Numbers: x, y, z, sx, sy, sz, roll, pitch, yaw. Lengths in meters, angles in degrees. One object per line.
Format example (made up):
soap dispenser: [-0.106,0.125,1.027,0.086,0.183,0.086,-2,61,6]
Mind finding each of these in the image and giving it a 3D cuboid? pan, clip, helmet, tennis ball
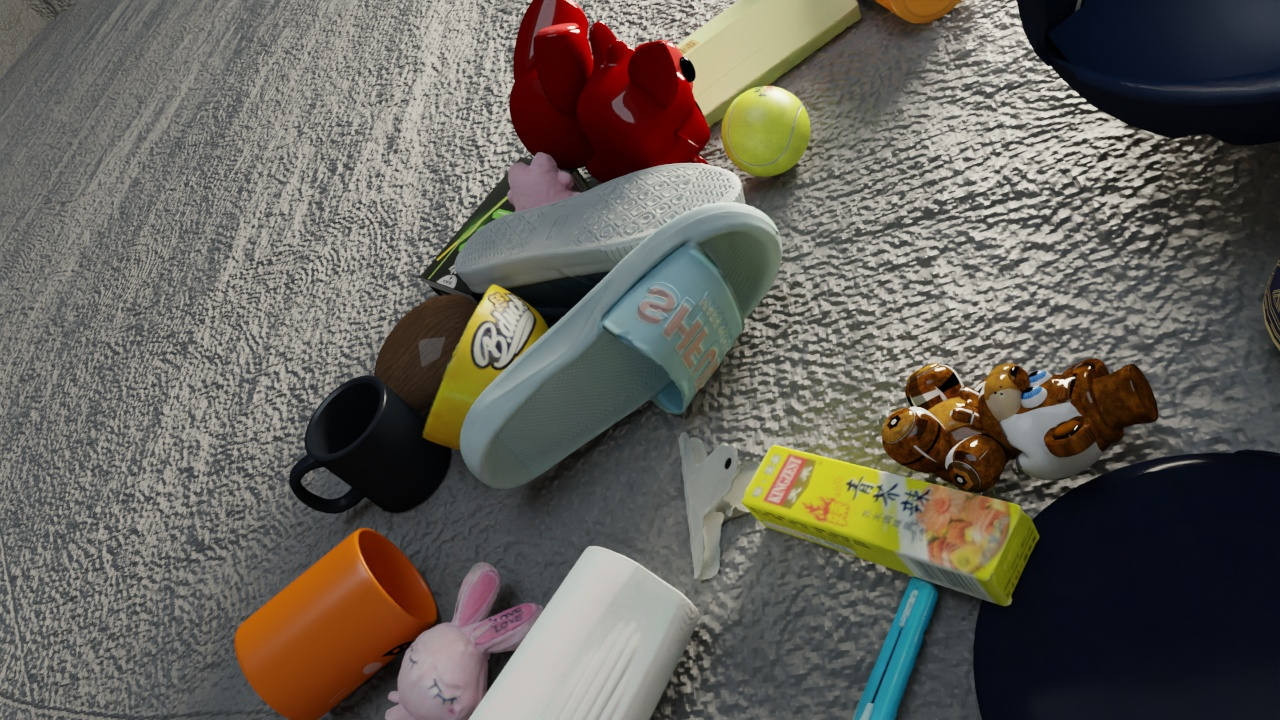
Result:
pan: [0.275,0.060,0.396,0.199,0.021,0.355,13,62,40]
clip: [0.050,0.075,0.539,0.054,0.040,0.101,-37,40,31]
helmet: [0.314,-0.209,0.447,0.233,0.223,0.271,-40,31,20]
tennis ball: [0.093,-0.170,0.681,0.065,0.065,0.065,-19,46,20]

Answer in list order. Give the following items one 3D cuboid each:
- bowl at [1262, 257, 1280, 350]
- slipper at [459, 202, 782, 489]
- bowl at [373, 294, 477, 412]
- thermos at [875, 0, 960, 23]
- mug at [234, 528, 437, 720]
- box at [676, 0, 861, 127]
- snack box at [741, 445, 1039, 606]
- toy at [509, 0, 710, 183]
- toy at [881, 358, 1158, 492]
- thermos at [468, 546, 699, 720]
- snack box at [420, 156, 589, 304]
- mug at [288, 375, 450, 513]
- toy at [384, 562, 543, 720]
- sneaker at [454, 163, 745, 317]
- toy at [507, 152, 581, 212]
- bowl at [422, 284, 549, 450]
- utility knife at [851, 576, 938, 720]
bowl: [0.337,-0.037,0.387,0.112,0.061,0.112,-10,49,11]
slipper: [-0.003,0.003,0.577,0.245,0.104,0.074,-39,54,-1]
bowl: [-0.179,-0.009,0.735,0.118,0.030,0.117,-32,38,29]
thermos: [0.179,-0.362,0.767,0.076,0.091,0.232,-50,39,20]
mug: [-0.193,0.163,0.596,0.096,0.077,0.112,-39,15,-1]
box: [0.081,-0.278,0.801,0.188,0.047,0.140,-34,40,6]
snack box: [0.120,0.079,0.464,0.148,0.029,0.040,10,61,48]
toy: [-0.013,-0.194,0.707,0.120,0.158,0.197,-46,44,-17]
toy: [0.185,0.028,0.448,0.113,0.067,0.087,-27,12,40]
thermos: [-0.053,0.202,0.446,0.099,0.099,0.220,12,59,40]
snack box: [-0.119,-0.114,0.807,0.080,0.025,0.147,20,68,43]
mug: [-0.203,0.071,0.669,0.105,0.077,0.071,-36,43,2]
toy: [-0.108,0.175,0.540,0.063,0.047,0.109,24,67,35]
sneaker: [-0.027,-0.071,0.664,0.236,0.087,0.089,-10,42,29]
toy: [-0.072,-0.117,0.733,0.099,0.096,0.052,-15,17,24]
bowl: [-0.097,0.013,0.639,0.117,0.067,0.117,-157,92,-84]
utility knife: [0.121,0.142,0.436,0.022,0.015,0.123,-14,42,56]
